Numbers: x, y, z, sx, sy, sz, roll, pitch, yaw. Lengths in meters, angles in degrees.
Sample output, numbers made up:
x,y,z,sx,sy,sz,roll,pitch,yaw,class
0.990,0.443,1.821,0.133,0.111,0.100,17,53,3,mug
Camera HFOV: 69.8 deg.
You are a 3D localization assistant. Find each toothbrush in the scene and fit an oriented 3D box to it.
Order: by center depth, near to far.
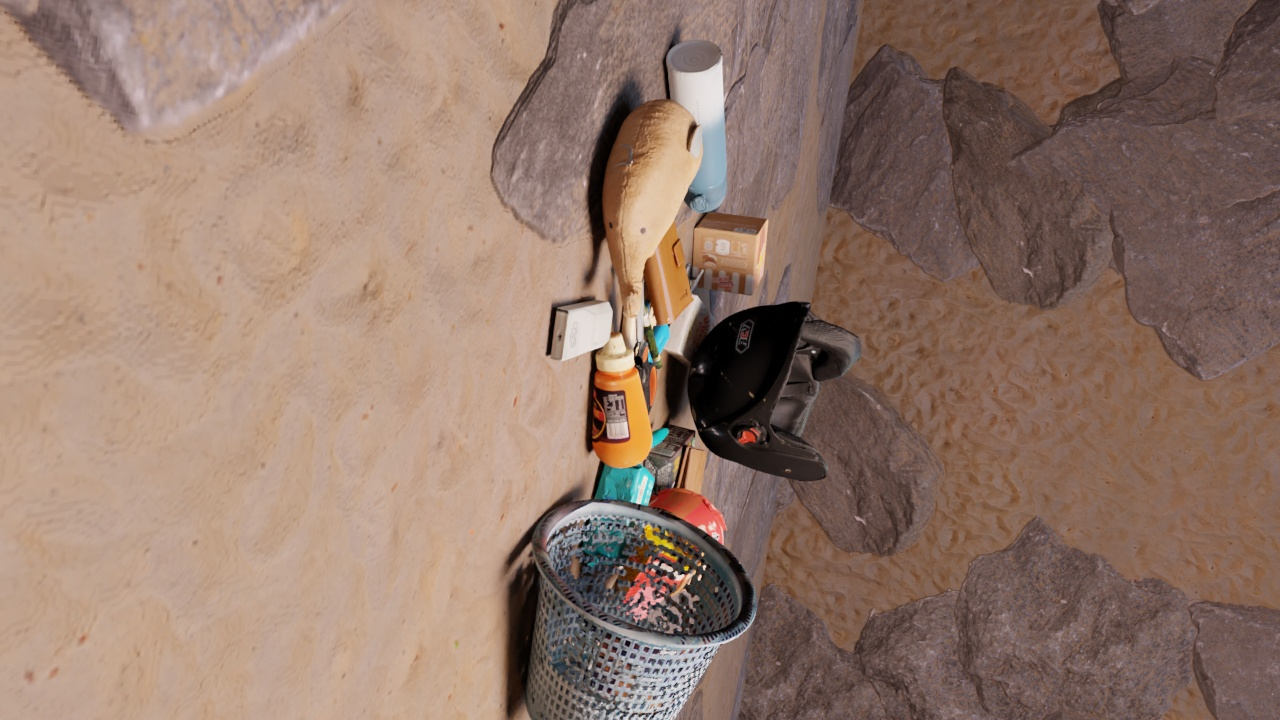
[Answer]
x,y,z,sx,sy,sz,roll,pitch,yaw,class
0.004,-0.042,1.047,0.186,0.012,0.017,73,36,-54,toothbrush

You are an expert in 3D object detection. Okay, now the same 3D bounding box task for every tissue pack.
x,y,z,sx,sy,sz,roll,pitch,yaw,class
-0.026,0.183,1.087,0.093,0.050,0.133,54,49,-71,tissue pack

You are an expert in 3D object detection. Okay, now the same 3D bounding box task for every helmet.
x,y,z,sx,sy,sz,roll,pitch,yaw,class
0.177,0.035,1.295,0.275,0.230,0.232,72,33,-51,helmet

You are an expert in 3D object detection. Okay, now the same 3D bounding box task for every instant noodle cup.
x,y,z,sx,sy,sz,roll,pitch,yaw,class
0.031,0.246,1.207,0.108,0.138,0.138,-12,112,-63,instant noodle cup

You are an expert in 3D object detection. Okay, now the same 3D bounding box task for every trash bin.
x,y,z,sx,sy,sz,roll,pitch,yaw,class
-0.022,0.281,0.919,0.226,0.226,0.195,-39,149,-67,trash bin

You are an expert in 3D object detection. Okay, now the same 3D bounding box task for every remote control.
x,y,z,sx,sy,sz,roll,pitch,yaw,class
-0.056,-0.031,0.894,0.124,0.024,0.049,-24,123,-71,remote control

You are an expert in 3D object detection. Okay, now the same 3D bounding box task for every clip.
x,y,z,sx,sy,sz,roll,pitch,yaw,class
0.073,-0.108,1.311,0.024,0.026,0.056,-33,141,-63,clip

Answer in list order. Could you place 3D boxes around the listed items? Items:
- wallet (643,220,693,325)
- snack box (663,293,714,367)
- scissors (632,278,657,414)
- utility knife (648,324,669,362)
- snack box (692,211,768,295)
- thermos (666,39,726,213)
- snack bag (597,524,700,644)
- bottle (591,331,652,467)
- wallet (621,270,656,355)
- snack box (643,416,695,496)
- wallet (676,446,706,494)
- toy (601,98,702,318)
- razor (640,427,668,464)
x,y,z,sx,sy,sz,roll,pitch,yaw,class
0.027,-0.116,1.061,0.107,0.031,0.132,-45,125,-65,wallet
0.072,-0.041,1.323,0.156,0.027,0.084,33,75,-73,snack box
0.001,-0.008,1.049,0.160,0.022,0.234,-51,150,-64,scissors
-0.002,0.018,1.131,0.202,0.018,0.034,-61,156,-46,utility knife
0.131,-0.158,1.345,0.076,0.093,0.094,-55,151,-56,snack box
0.072,-0.275,1.111,0.221,0.070,0.070,80,26,-52,thermos
-0.005,0.284,1.092,0.128,0.073,0.208,-19,144,-55,snack bag
-0.024,0.040,0.993,0.066,0.067,0.150,-51,140,-60,bottle
0.000,-0.054,1.082,0.087,0.024,0.115,-23,121,-66,wallet
0.040,0.160,1.325,0.125,0.053,0.113,-40,138,-59,snack box
0.071,0.182,1.314,0.101,0.020,0.115,24,77,-72,wallet
0.002,-0.156,0.915,0.143,0.083,0.225,59,46,-55,toy
0.009,0.114,1.209,0.043,0.028,0.132,66,25,-6,razor
